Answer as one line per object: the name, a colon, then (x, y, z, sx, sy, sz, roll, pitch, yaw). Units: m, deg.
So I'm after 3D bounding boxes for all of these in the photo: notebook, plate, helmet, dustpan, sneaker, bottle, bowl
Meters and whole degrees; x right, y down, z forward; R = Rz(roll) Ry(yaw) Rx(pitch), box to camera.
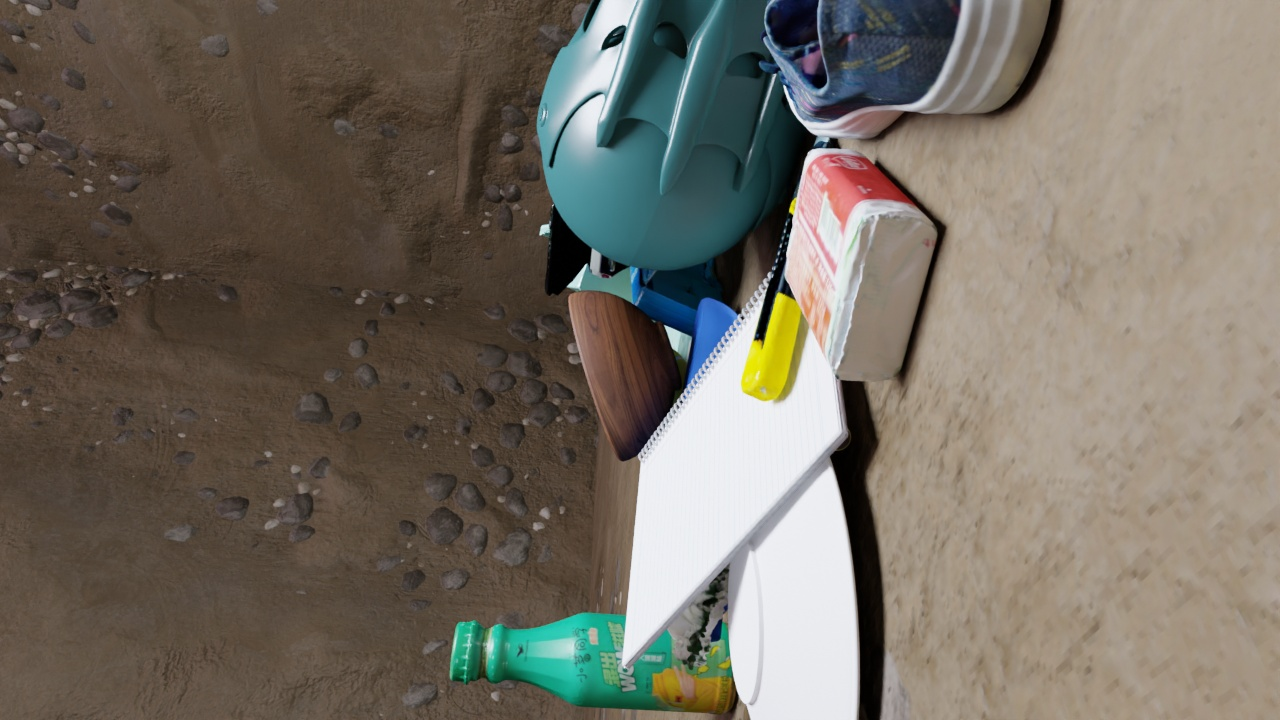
notebook: (0.048, 0.054, 0.564, 0.177, 0.013, 0.246, -84, 21, -48)
plate: (0.070, 0.142, 0.506, 0.229, 0.030, 0.229, 179, 92, -86)
helmet: (0.030, -0.185, 0.610, 0.199, 0.176, 0.275, -84, 13, -54)
dustpan: (0.047, 0.118, 0.743, 0.257, 0.059, 0.246, -74, -6, -58)
sneaker: (0.088, -0.145, 0.405, 0.235, 0.079, 0.087, -106, 22, -76)
bottle: (-0.035, 0.224, 0.689, 0.068, 0.209, 0.068, -177, 92, -86)
bowl: (-0.005, 0.005, 0.767, 0.147, 0.069, 0.147, -15, -92, -87)

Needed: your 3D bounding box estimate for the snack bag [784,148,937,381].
snack bag: (0.099, -0.049, 0.433, 0.115, 0.036, 0.077, -95, 11, -63)

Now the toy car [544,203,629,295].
toy car: (-0.014, -0.130, 0.795, 0.191, 0.071, 0.094, -61, -14, -51)

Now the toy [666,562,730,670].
toy: (0.034, 0.143, 0.623, 0.109, 0.041, 0.096, -131, 54, -63)

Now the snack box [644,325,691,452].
snack box: (0.038, 0.055, 0.971, 0.141, 0.044, 0.194, -113, 30, -77)

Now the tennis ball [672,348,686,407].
tennis ball: (0.014, 0.017, 0.862, 0.065, 0.065, 0.065, -177, 92, -85)

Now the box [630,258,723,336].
box: (0.048, -0.126, 0.896, 0.115, 0.094, 0.243, -61, 15, 24)

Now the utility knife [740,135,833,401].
utility knife: (0.087, -0.059, 0.520, 0.029, 0.020, 0.172, -27, 43, 66)

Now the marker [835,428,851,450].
marker: (0.095, 0.030, 0.528, 0.132, 0.014, 0.014, -118, 34, -81)

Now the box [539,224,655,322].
box: (-0.029, -0.096, 1.018, 0.188, 0.093, 0.077, 18, -90, -50)
